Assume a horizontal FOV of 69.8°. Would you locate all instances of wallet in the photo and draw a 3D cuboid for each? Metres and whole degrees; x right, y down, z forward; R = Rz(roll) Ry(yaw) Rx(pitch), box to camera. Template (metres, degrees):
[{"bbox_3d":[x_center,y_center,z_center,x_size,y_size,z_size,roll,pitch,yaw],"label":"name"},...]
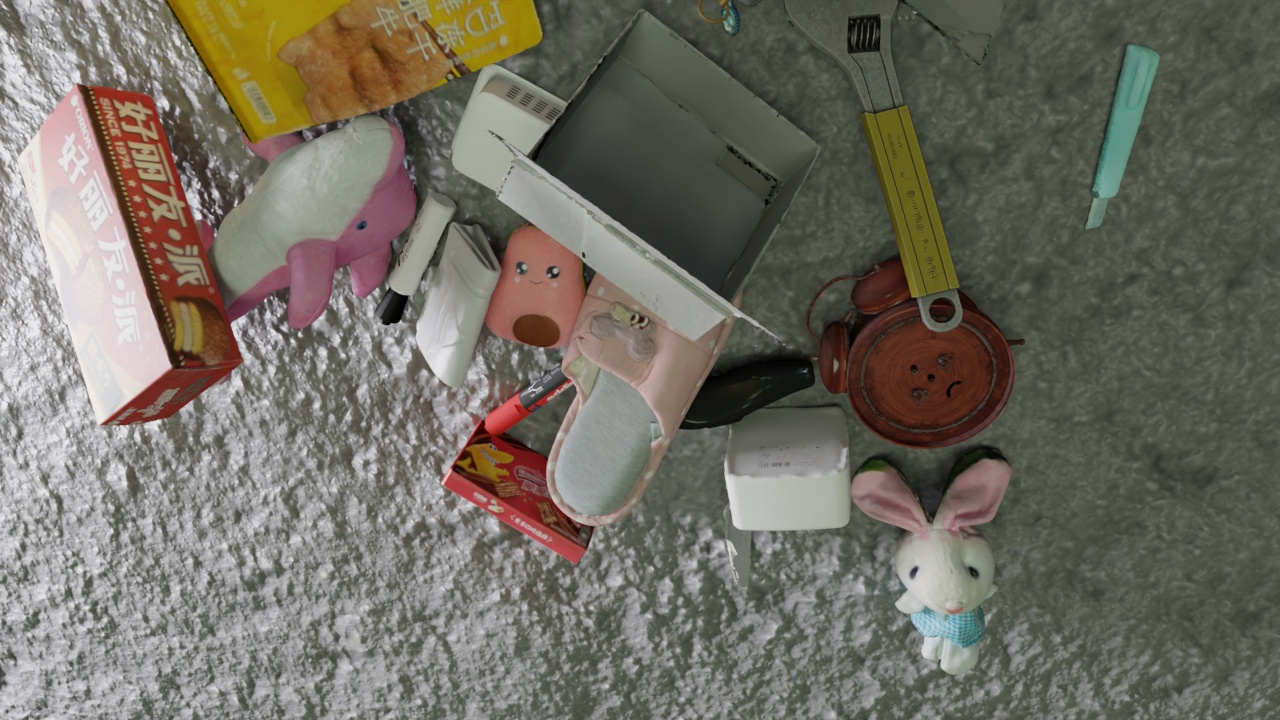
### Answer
[{"bbox_3d":[-0.149,-0.046,0.732,0.032,0.086,0.116,4,121,-36],"label":"wallet"}]

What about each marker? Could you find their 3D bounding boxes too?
[{"bbox_3d":[-0.187,-0.080,0.754,0.025,0.025,0.126,31,117,-6],"label":"marker"},{"bbox_3d":[-0.075,0.020,0.783,0.145,0.023,0.021,-34,98,23],"label":"marker"}]

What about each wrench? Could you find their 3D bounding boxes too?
[{"bbox_3d":[0.166,-0.149,0.620,0.084,0.018,0.273,-16,94,8],"label":"wrench"}]

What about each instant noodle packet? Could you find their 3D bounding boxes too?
[{"bbox_3d":[-0.192,-0.259,0.618,0.221,0.084,0.163,-15,134,2],"label":"instant noodle packet"}]

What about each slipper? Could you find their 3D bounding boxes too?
[{"bbox_3d":[-0.004,0.004,0.706,0.114,0.054,0.274,25,102,19],"label":"slipper"}]

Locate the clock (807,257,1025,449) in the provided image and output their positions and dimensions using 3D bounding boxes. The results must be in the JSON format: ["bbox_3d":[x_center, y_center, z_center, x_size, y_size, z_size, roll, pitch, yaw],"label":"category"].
[{"bbox_3d":[0.200,-0.009,0.693,0.157,0.072,0.121,27,117,-5],"label":"clock"}]

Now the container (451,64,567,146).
[{"bbox_3d":[-0.079,-0.154,0.685,0.129,0.049,0.081,28,117,-4],"label":"container"}]

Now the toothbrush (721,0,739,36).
[{"bbox_3d":[0.050,-0.287,0.616,0.021,0.017,0.135,-9,114,12],"label":"toothbrush"}]

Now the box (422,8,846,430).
[{"bbox_3d":[0.004,-0.087,0.523,0.167,0.368,0.150,35,114,-8],"label":"box"}]

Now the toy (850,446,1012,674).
[{"bbox_3d":[0.247,0.186,0.763,0.131,0.105,0.205,-5,113,15],"label":"toy"}]

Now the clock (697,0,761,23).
[{"bbox_3d":[0.090,-0.275,0.580,0.104,0.056,0.148,44,106,4],"label":"clock"}]

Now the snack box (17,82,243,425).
[{"bbox_3d":[-0.396,-0.079,0.708,0.113,0.060,0.236,-28,80,31],"label":"snack box"}]

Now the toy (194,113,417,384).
[{"bbox_3d":[-0.261,-0.092,0.728,0.266,0.127,0.186,-31,64,24],"label":"toy"}]

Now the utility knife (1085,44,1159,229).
[{"bbox_3d":[0.330,-0.150,0.634,0.022,0.015,0.129,8,118,10],"label":"utility knife"}]

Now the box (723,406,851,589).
[{"bbox_3d":[0.112,0.122,0.753,0.124,0.108,0.137,-5,114,13],"label":"box"}]

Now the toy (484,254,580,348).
[{"bbox_3d":[-0.082,-0.061,0.729,0.090,0.051,0.110,12,117,6],"label":"toy"}]

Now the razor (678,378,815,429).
[{"bbox_3d":[0.070,0.019,0.746,0.141,0.053,0.063,-16,86,12],"label":"razor"}]

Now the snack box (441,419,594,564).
[{"bbox_3d":[-0.098,0.112,0.795,0.133,0.089,0.021,31,116,-6],"label":"snack box"}]
